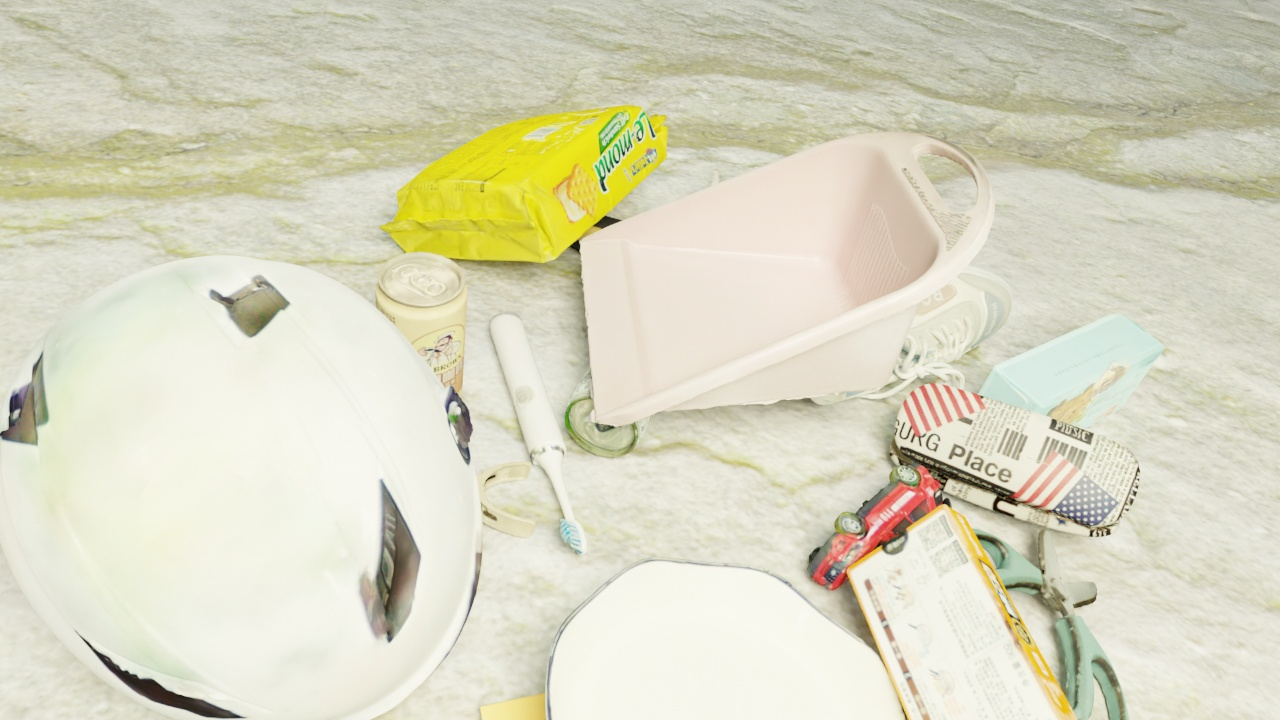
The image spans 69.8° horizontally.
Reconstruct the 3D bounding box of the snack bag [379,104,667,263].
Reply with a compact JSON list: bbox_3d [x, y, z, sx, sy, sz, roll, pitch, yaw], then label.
[{"bbox_3d":[-0.091,-0.165,0.806,0.158,0.068,0.245,7,36,30],"label":"snack bag"}]

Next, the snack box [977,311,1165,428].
[{"bbox_3d":[0.337,0.023,0.735,0.174,0.074,0.051,-18,49,-30],"label":"snack box"}]

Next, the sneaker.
[{"bbox_3d":[0.221,-0.019,0.737,0.241,0.090,0.091,-14,33,-22],"label":"sneaker"}]

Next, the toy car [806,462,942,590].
[{"bbox_3d":[0.159,0.112,0.609,0.120,0.053,0.045,-26,59,-37],"label":"toy car"}]

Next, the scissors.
[{"bbox_3d":[0.240,0.156,0.571,0.181,0.019,0.169,31,41,-12],"label":"scissors"}]

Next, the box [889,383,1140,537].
[{"bbox_3d":[0.262,0.066,0.648,0.163,0.088,0.076,23,34,23],"label":"box"}]

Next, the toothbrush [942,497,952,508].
[{"bbox_3d":[0.201,0.169,0.560,0.017,0.014,0.188,15,53,-14],"label":"toothbrush"}]

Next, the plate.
[{"bbox_3d":[0.046,0.196,0.475,0.204,0.046,0.204,14,39,-12],"label":"plate"}]

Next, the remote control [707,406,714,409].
[{"bbox_3d":[0.076,-0.026,0.737,0.021,0.058,0.149,38,37,-19],"label":"remote control"}]

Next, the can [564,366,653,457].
[{"bbox_3d":[-0.004,0.004,0.684,0.058,0.058,0.146,20,42,8],"label":"can"}]

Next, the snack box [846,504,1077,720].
[{"bbox_3d":[0.172,0.159,0.496,0.026,0.075,0.153,29,30,-35],"label":"snack box"}]

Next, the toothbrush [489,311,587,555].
[{"bbox_3d":[-0.072,0.045,0.646,0.026,0.027,0.220,35,22,-44],"label":"toothbrush"}]

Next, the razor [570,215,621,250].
[{"bbox_3d":[-0.005,-0.101,0.801,0.167,0.068,0.062,23,42,21],"label":"razor"}]

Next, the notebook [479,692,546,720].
[{"bbox_3d":[0.011,0.251,0.451,0.145,0.010,0.206,-6,45,-20],"label":"notebook"}]

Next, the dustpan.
[{"bbox_3d":[0.090,-0.082,0.642,0.273,0.139,0.222,-2,40,-9],"label":"dustpan"}]

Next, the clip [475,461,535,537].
[{"bbox_3d":[-0.118,0.082,0.591,0.099,0.034,0.066,3,41,-17],"label":"clip"}]

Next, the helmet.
[{"bbox_3d":[-0.199,0.058,0.447,0.229,0.146,0.258,-27,75,-9],"label":"helmet"}]

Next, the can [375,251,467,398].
[{"bbox_3d":[-0.148,-0.011,0.621,0.058,0.116,0.058,7,41,-6],"label":"can"}]
